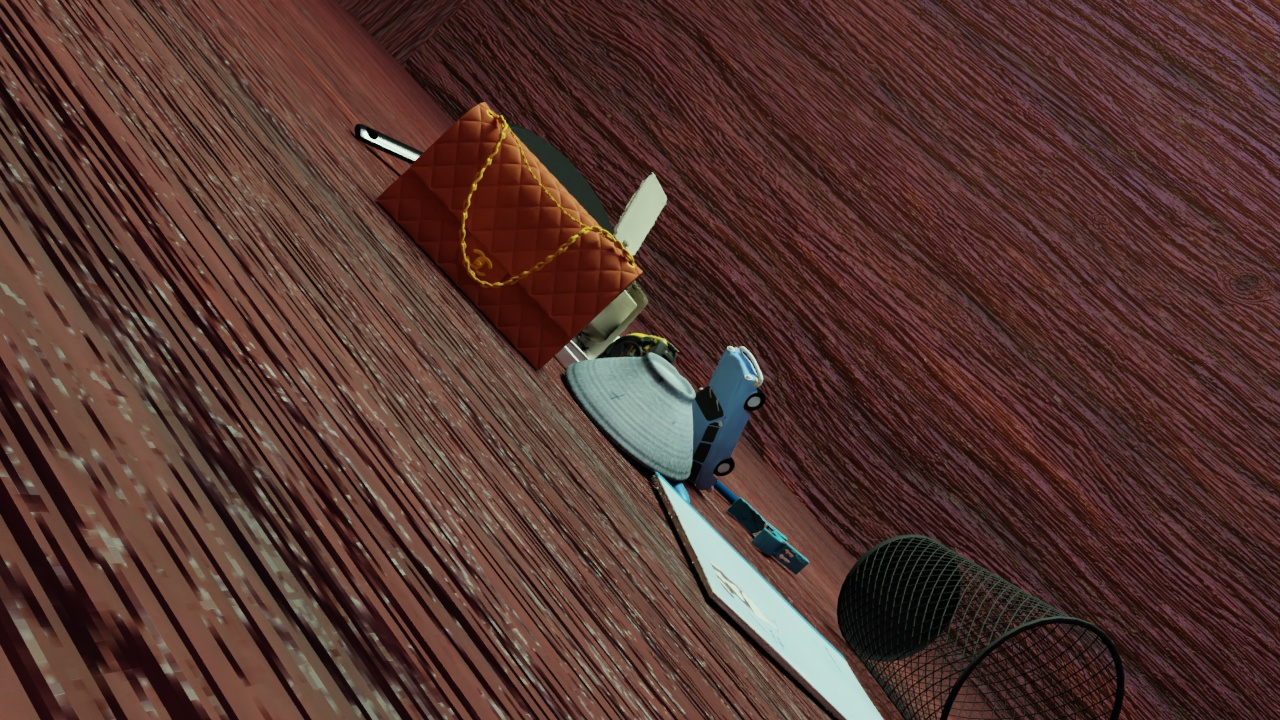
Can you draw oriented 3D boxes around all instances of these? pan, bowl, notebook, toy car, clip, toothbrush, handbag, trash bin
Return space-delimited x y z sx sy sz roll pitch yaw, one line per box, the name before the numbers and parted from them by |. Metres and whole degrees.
pan | -0.145 -0.182 0.972 0.355 0.034 0.225 18 46 -51
bowl | 0.008 0.031 0.761 0.137 0.057 0.137 40 13 -12
notebook | 0.108 0.198 0.670 0.253 0.009 0.181 46 4 -20
toy car | 0.073 0.058 0.893 0.054 0.154 0.056 4 35 -24
clip | 0.147 0.202 0.985 0.130 0.030 0.120 44 0 -29
toothbrush | 0.094 0.147 1.040 0.014 0.014 0.167 34 -8 48
handbag | -0.095 -0.093 0.684 0.172 0.109 0.060 47 4 -2
trash bin | 0.300 0.274 0.867 0.184 0.184 0.210 45 -2 -22
toothbrush | 0.018 0.090 0.789 0.022 0.017 0.135 46 6 -26

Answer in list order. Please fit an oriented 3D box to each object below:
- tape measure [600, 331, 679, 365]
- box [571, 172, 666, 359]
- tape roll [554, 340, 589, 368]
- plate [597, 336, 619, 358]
tape measure | -0.006 0.006 0.966 0.072 0.071 0.042 22 -11 38
box | -0.026 -0.096 0.956 0.044 0.184 0.143 43 -3 25
tape roll | -0.057 0.004 0.851 0.093 0.013 0.093 46 4 -4
plate | 0.000 0.027 1.095 0.182 0.034 0.182 47 3 -4
